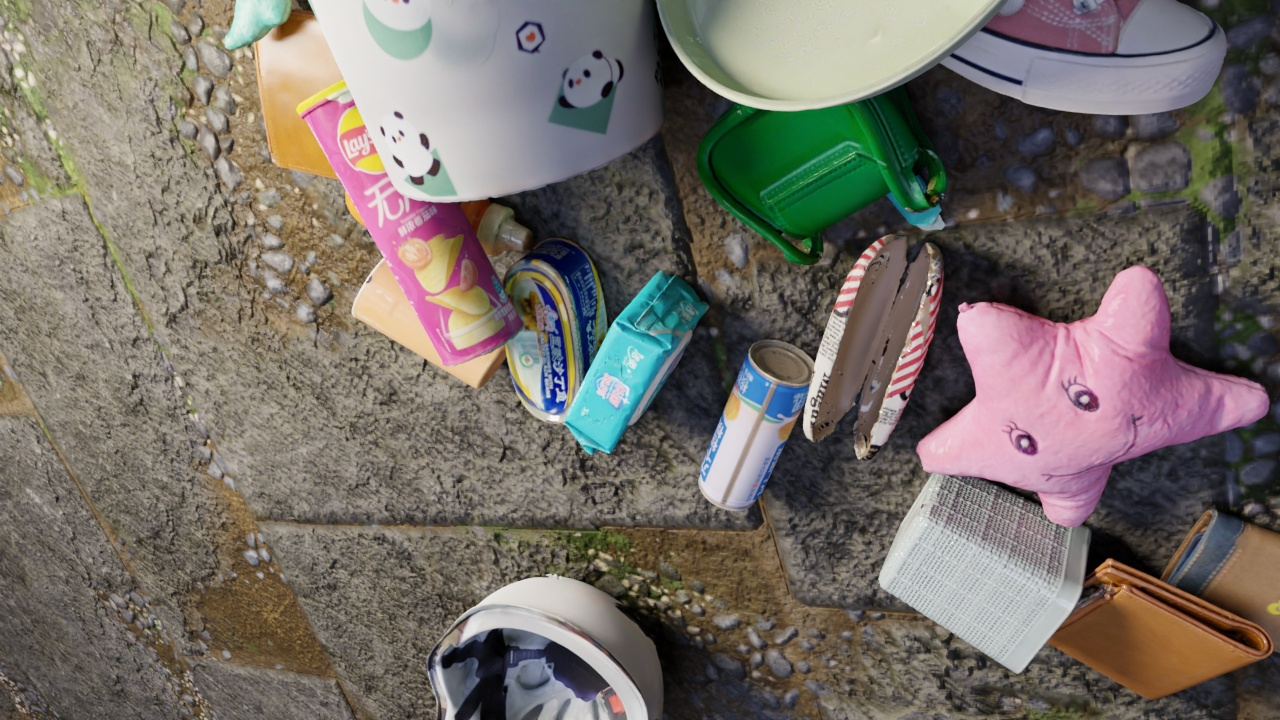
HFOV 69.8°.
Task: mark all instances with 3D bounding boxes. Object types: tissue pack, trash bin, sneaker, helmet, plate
[{"bbox_3d":[-0.004,0.004,0.697,0.050,0.093,0.134,33,128,5],"label":"tissue pack"},{"bbox_3d":[-0.097,-0.244,0.532,0.230,0.228,0.252,2,123,27],"label":"trash bin"},{"bbox_3d":[0.186,-0.207,0.472,0.241,0.118,0.088,29,147,17],"label":"sneaker"},{"bbox_3d":[-0.072,0.304,0.874,0.229,0.145,0.259,18,116,16],"label":"helmet"},{"bbox_3d":[0.104,-0.233,0.459,0.231,0.027,0.230,-8,77,38],"label":"plate"}]

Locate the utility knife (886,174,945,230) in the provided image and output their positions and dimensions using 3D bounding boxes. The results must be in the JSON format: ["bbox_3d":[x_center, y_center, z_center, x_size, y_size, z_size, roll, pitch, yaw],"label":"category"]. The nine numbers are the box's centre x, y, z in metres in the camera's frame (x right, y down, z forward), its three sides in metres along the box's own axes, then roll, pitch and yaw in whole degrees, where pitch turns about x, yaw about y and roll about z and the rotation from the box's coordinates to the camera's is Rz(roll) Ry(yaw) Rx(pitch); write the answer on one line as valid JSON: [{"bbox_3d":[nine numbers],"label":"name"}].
[{"bbox_3d":[0.143,-0.144,0.584,0.157,0.013,0.029,50,131,-6],"label":"utility knife"}]

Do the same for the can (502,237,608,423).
[{"bbox_3d":[-0.069,-0.022,0.744,0.075,0.049,0.148,10,121,23],"label":"can"}]

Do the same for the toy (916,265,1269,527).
[{"bbox_3d":[0.258,0.025,0.580,0.178,0.074,0.195,39,127,-8],"label":"toy"}]

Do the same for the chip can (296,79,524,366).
[{"bbox_3d":[-0.163,-0.102,0.670,0.072,0.071,0.210,-15,111,33],"label":"chip can"}]

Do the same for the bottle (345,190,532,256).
[{"bbox_3d":[-0.157,-0.118,0.731,0.149,0.066,0.067,20,125,7],"label":"bottle"}]

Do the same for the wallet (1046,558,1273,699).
[{"bbox_3d":[0.341,0.188,0.632,0.108,0.031,0.132,27,151,13],"label":"wallet"}]

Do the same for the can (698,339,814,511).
[{"bbox_3d":[0.087,0.052,0.702,0.053,0.053,0.135,27,126,12],"label":"can"}]

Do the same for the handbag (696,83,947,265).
[{"bbox_3d":[0.109,-0.124,0.565,0.120,0.067,0.132,50,140,-10],"label":"handbag"}]

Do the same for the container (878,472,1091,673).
[{"bbox_3d":[0.241,0.142,0.652,0.111,0.089,0.090,28,127,15],"label":"container"}]

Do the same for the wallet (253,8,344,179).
[{"bbox_3d":[-0.275,-0.218,0.749,0.119,0.035,0.131,16,120,22],"label":"wallet"}]

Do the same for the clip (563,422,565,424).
[{"bbox_3d":[-0.065,0.045,0.800,0.058,0.038,0.026,27,129,15],"label":"clip"}]

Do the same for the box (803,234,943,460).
[{"bbox_3d":[0.149,-0.012,0.626,0.082,0.075,0.164,13,125,7],"label":"box"}]

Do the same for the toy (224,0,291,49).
[{"bbox_3d":[-0.287,-0.294,0.701,0.097,0.030,0.092,-19,76,22],"label":"toy"}]

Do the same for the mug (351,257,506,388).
[{"bbox_3d":[-0.170,-0.033,0.780,0.123,0.078,0.078,36,128,-1],"label":"mug"}]

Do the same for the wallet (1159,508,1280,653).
[{"bbox_3d":[0.413,0.152,0.602,0.115,0.033,0.090,20,124,13],"label":"wallet"}]
